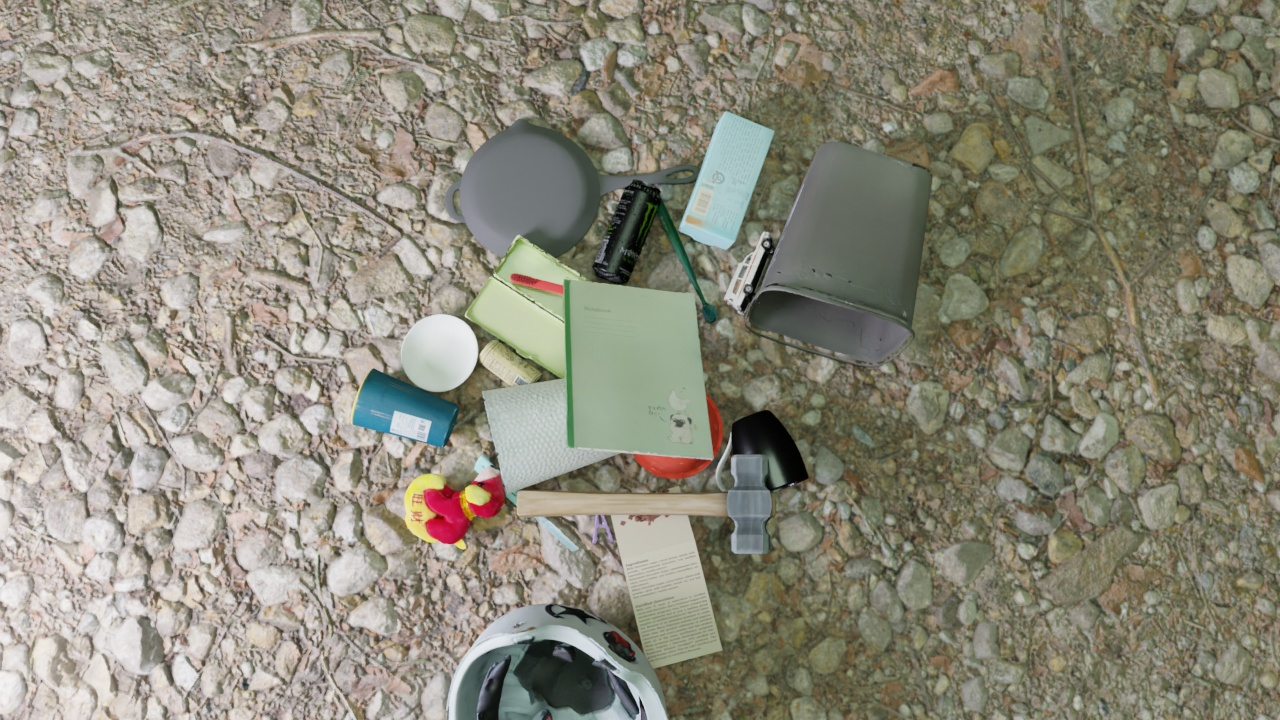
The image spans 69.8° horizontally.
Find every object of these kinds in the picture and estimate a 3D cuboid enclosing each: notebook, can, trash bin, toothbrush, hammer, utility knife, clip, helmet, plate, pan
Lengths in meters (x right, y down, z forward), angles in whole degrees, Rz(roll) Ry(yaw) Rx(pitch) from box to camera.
[{"bbox_3d":[-0.007,0.007,1.154,0.181,0.010,0.252,6,55,-14],"label":"notebook"},{"bbox_3d":[-0.018,-0.171,1.231,0.054,0.054,0.137,23,90,2],"label":"can"},{"bbox_3d":[-0.107,0.084,1.166,0.161,0.133,0.133,-14,82,-8],"label":"trash bin"},{"bbox_3d":[0.060,-0.138,1.249,0.016,0.017,0.189,-24,86,-7],"label":"toothbrush"},{"bbox_3d":[0.004,0.178,1.138,0.323,0.051,0.117,-2,79,11],"label":"hammer"},{"bbox_3d":[-0.149,0.190,1.205,0.177,0.015,0.022,42,88,1],"label":"utility knife"},{"bbox_3d":[0.263,-0.137,1.179,0.197,0.197,0.219,17,76,2],"label":"trash bin"},{"bbox_3d":[-0.047,0.219,1.203,0.046,0.014,0.050,22,84,2],"label":"clip"},{"bbox_3d":[-0.085,0.404,1.095,0.264,0.163,0.237,21,102,4],"label":"helmet"},{"bbox_3d":[-0.264,-0.008,1.220,0.104,0.026,0.104,-1,80,6],"label":"plate"},{"bbox_3d":[-0.173,0.009,1.216,0.079,0.038,0.038,36,82,4],"label":"can"},{"bbox_3d":[-0.091,-0.240,1.261,0.354,0.024,0.216,-8,82,-3],"label":"pan"},{"bbox_3d":[-0.068,-0.085,1.212,0.212,0.018,0.012,14,85,-5],"label":"toothbrush"}]

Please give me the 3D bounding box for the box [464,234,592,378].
[{"bbox_3d":[-0.122,-0.063,1.225,0.187,0.024,0.137,31,81,-3],"label":"box"}]

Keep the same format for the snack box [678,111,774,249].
[{"bbox_3d":[0.117,-0.244,1.250,0.075,0.053,0.174,21,83,-5],"label":"snack box"}]

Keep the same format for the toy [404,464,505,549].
[{"bbox_3d":[-0.238,0.191,1.178,0.137,0.067,0.105,-14,92,7],"label":"toy"}]

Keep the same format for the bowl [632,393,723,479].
[{"bbox_3d":[0.046,0.090,1.206,0.130,0.045,0.130,0,82,-2],"label":"bowl"}]

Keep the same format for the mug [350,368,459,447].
[{"bbox_3d":[-0.302,0.067,1.189,0.121,0.078,0.078,20,82,-3],"label":"mug"}]

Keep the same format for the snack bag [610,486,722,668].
[{"bbox_3d":[0.029,0.272,1.167,0.094,0.070,0.206,-14,82,-3],"label":"snack bag"}]

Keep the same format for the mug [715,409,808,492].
[{"bbox_3d":[0.146,0.126,1.193,0.119,0.084,0.100,-26,76,24],"label":"mug"}]

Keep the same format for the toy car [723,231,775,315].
[{"bbox_3d":[0.148,-0.120,1.245,0.039,0.039,0.113,18,80,23],"label":"toy car"}]
